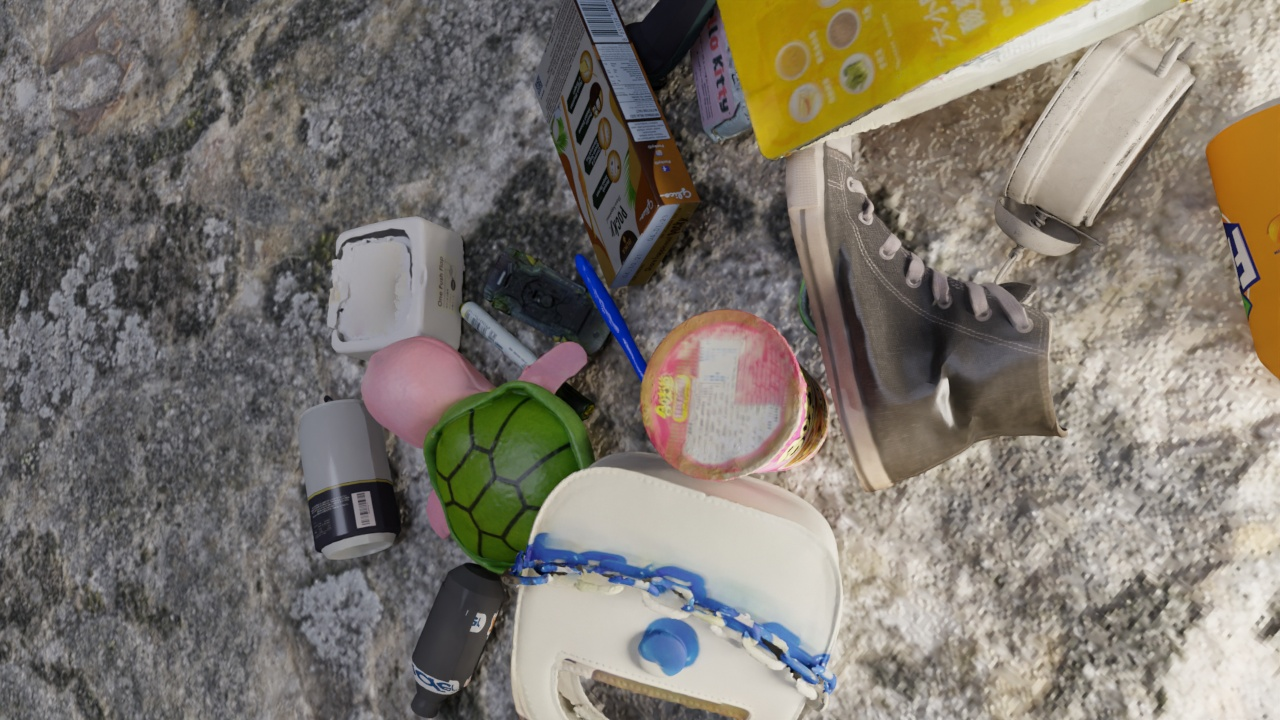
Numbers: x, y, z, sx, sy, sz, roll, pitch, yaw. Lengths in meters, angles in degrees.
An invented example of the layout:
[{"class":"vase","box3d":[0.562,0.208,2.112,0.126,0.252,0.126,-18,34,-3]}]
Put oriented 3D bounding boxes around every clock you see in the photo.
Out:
[{"class":"clock","box3d":[0.246,-0.105,0.510,0.061,0.103,0.157,37,123,20]}]

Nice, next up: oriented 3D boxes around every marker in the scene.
[{"class":"marker","box3d":[-0.089,-0.002,0.693,0.146,0.017,0.017,39,98,27]}]

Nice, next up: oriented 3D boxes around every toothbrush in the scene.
[{"class":"toothbrush","box3d":[-0.004,0.004,0.636,0.018,0.016,0.182,-35,76,22]}]

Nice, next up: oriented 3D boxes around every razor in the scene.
[{"class":"razor","box3d":[0.015,-0.227,0.630,0.047,0.143,0.052,-41,97,-21]}]

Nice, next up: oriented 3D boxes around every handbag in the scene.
[{"class":"handbag","box3d":[0.014,0.164,0.543,0.201,0.093,0.199,13,94,7]}]

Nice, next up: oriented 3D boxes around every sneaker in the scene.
[{"class":"sneaker","box3d":[0.156,-0.052,0.526,0.120,0.095,0.234,-16,80,17]}]

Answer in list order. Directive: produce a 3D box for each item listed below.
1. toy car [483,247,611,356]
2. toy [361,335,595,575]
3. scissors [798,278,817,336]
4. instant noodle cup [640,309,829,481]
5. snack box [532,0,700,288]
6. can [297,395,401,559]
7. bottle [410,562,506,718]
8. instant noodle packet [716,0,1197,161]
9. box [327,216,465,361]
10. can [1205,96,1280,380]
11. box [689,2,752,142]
[{"class":"toy car","box3d":[-0.065,-0.042,0.681,0.105,0.033,0.048,30,92,14]},{"class":"toy","box3d":[-0.101,0.070,0.647,0.238,0.087,0.190,47,113,17]},{"class":"scissors","box3d":[0.119,-0.096,0.610,0.078,0.032,0.175,-23,66,23]},{"class":"instant noodle cup","box3d":[0.067,0.028,0.558,0.098,0.108,0.097,-6,77,26]},{"class":"snack box","box3d":[-0.023,-0.158,0.649,0.101,0.031,0.186,-53,53,56]},{"class":"can","box3d":[-0.230,0.087,0.720,0.064,0.064,0.127,-23,71,21]},{"class":"bottle","box3d":[-0.135,0.202,0.660,0.047,0.047,0.112,23,91,28]},{"class":"instant noodle packet","box3d":[0.141,-0.217,0.469,0.222,0.084,0.163,-19,83,28]},{"class":"box","box3d":[-0.202,-0.057,0.729,0.103,0.076,0.107,-6,75,24]},{"class":"can","box3d":[0.340,-0.058,0.454,0.079,0.079,0.142,-12,75,24]},{"class":"box","box3d":[0.069,-0.252,0.589,0.150,0.073,0.201,-4,98,39]}]
